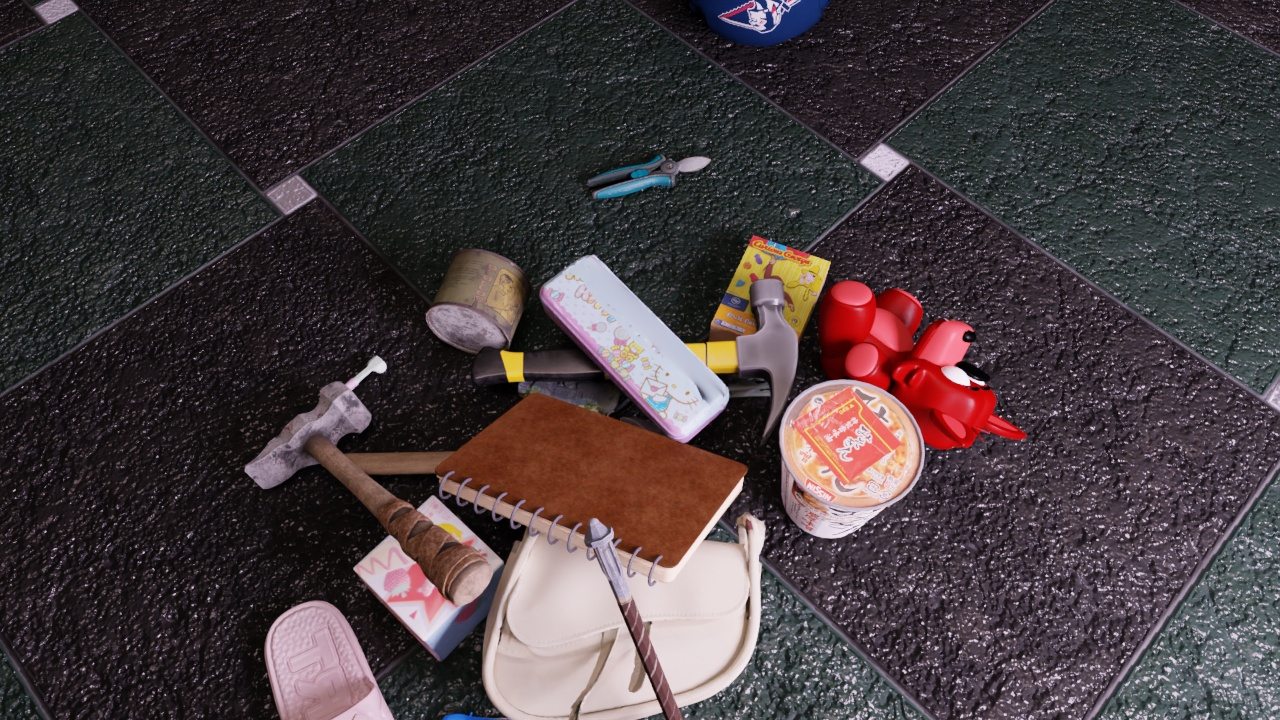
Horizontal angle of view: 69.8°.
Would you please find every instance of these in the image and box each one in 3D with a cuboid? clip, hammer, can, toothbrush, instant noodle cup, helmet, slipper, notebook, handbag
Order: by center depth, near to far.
[{"bbox_3d":[0.021,0.254,0.672,0.098,0.044,0.322,-25,107,-14],"label":"hammer"},{"bbox_3d":[-0.011,0.208,0.746,0.229,0.132,0.184,6,78,-4],"label":"handbag"},{"bbox_3d":[-0.252,0.302,0.752,0.094,0.064,0.239,-23,61,-13],"label":"slipper"},{"bbox_3d":[-0.042,0.102,0.785,0.226,0.024,0.167,18,32,22],"label":"notebook"},{"bbox_3d":[-0.232,0.120,0.798,0.319,0.049,0.121,26,63,42],"label":"hammer"},{"bbox_3d":[0.180,0.101,0.836,0.123,0.122,0.123,0,60,0],"label":"instant noodle cup"},{"bbox_3d":[-0.130,0.100,0.879,0.331,0.031,0.119,-3,29,6],"label":"hammer"},{"bbox_3d":[-0.005,0.005,0.906,0.324,0.034,0.169,-2,65,2],"label":"hammer"},{"bbox_3d":[-0.320,0.050,0.927,0.022,0.015,0.154,36,66,21],"label":"toothbrush"},{"bbox_3d":[0.105,0.023,0.940,0.076,0.023,0.044,-4,61,0],"label":"clip"},{"bbox_3d":[-0.166,-0.060,0.948,0.090,0.090,0.074,13,60,7],"label":"can"},{"bbox_3d":[0.146,-0.497,1.123,0.232,0.223,0.271,-1,29,15],"label":"helmet"}]

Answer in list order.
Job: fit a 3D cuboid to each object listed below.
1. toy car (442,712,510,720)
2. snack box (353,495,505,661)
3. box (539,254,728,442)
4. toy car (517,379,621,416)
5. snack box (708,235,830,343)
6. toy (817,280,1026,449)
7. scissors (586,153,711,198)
[{"bbox_3d":[-0.124,0.305,0.751,0.092,0.062,0.033,4,60,2],"label":"toy car"},{"bbox_3d":[-0.179,0.191,0.807,0.095,0.080,0.092,39,67,20],"label":"snack box"},{"bbox_3d":[-0.008,-0.014,0.880,0.076,0.033,0.214,-40,69,-13],"label":"box"},{"bbox_3d":[-0.071,0.029,0.929,0.105,0.033,0.048,13,63,9],"label":"toy car"},{"bbox_3d":[0.138,-0.061,0.978,0.088,0.040,0.125,21,62,12],"label":"snack box"},{"bbox_3d":[0.267,0.009,0.882,0.158,0.121,0.197,4,33,-50],"label":"toy"},{"bbox_3d":[0.008,-0.224,1.086,0.138,0.019,0.136,29,64,17],"label":"scissors"}]
